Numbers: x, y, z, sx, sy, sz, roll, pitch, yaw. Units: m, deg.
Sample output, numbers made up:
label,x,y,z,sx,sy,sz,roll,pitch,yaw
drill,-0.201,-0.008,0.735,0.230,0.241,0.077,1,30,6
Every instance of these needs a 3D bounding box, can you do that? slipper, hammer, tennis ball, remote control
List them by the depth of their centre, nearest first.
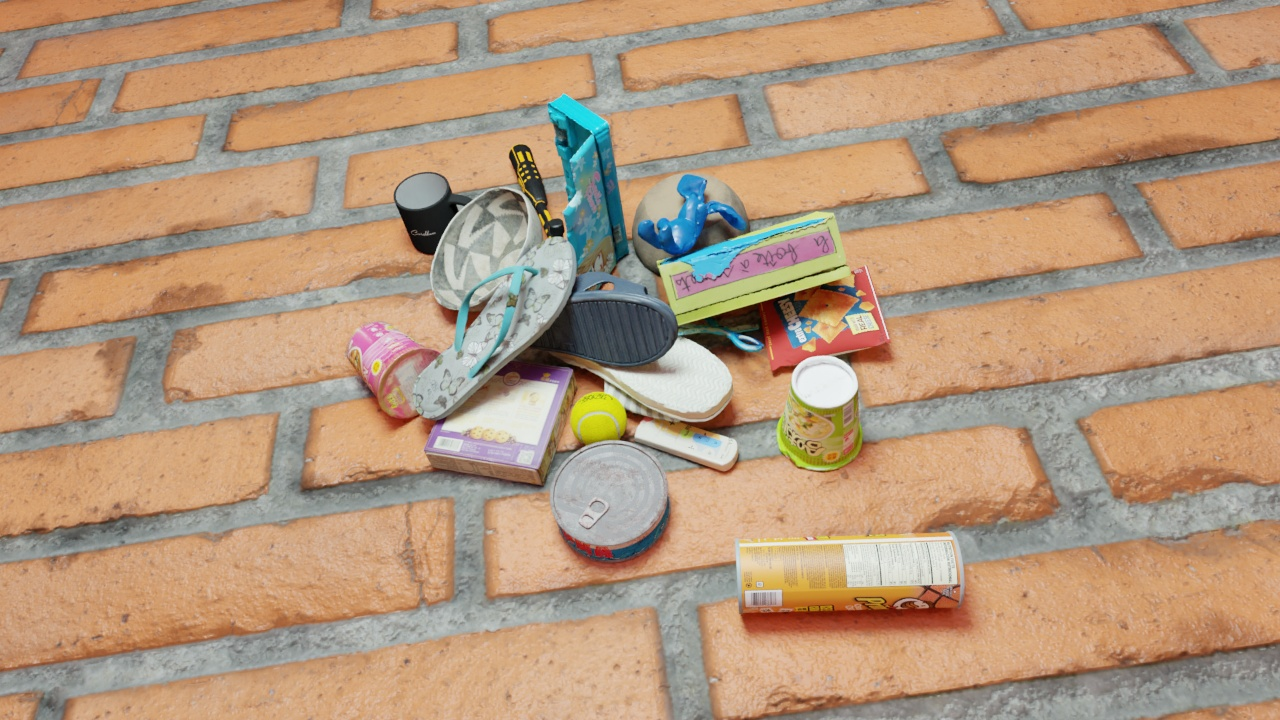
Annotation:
label,x,y,z,sx,sy,sz,roll,pitch,yaw
slipper,-0.174,-0.037,1.057,0.269,0.054,0.098,-48,56,7
remote control,0.053,0.094,1.065,0.126,0.018,0.038,17,57,21
tennis ball,-0.049,0.069,1.067,0.065,0.065,0.065,-4,53,5
slipper,-0.060,-0.057,1.101,0.264,0.101,0.082,5,36,32
slipper,-0.007,0.007,1.118,0.273,0.054,0.114,26,59,34
hammer,-0.140,-0.214,1.284,0.036,0.123,0.320,-14,42,-9

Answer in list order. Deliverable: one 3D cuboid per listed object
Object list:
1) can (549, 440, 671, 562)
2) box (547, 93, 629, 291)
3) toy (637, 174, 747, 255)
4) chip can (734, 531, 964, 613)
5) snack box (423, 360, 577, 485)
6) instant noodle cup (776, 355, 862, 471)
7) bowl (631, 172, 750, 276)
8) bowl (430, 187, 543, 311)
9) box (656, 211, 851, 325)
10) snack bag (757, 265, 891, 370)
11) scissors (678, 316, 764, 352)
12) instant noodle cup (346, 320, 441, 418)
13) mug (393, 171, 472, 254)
label,x,y,z,sx,sy,sz,roll,pitch,yaw
can,-0.033,0.154,1.013,0.130,0.044,0.129,-4,53,5
box,-0.062,-0.204,1.173,0.086,0.228,0.169,-9,52,1
toy,0.061,-0.172,1.138,0.113,0.071,0.175,20,39,23
chip can,0.204,0.213,0.918,0.215,0.075,0.075,-3,53,5
snack box,-0.165,0.068,1.099,0.143,0.041,0.147,8,54,13
instant noodle cup,0.202,0.054,1.019,0.099,0.108,0.098,-3,52,4
bowl,0.067,-0.190,1.244,0.162,0.070,0.162,-4,53,5
bowl,-0.189,-0.136,1.220,0.179,0.081,0.178,-17,60,31
box,0.132,-0.113,1.126,0.221,0.083,0.124,-18,9,2
snack bag,0.224,-0.053,1.138,0.144,0.039,0.130,-13,50,11
scissors,0.097,-0.034,1.123,0.133,0.011,0.140,-4,22,-31
instant noodle cup,-0.309,0.004,1.140,0.097,0.098,0.109,-40,51,-21
mug,-0.279,-0.206,1.291,0.114,0.088,0.078,4,54,10
